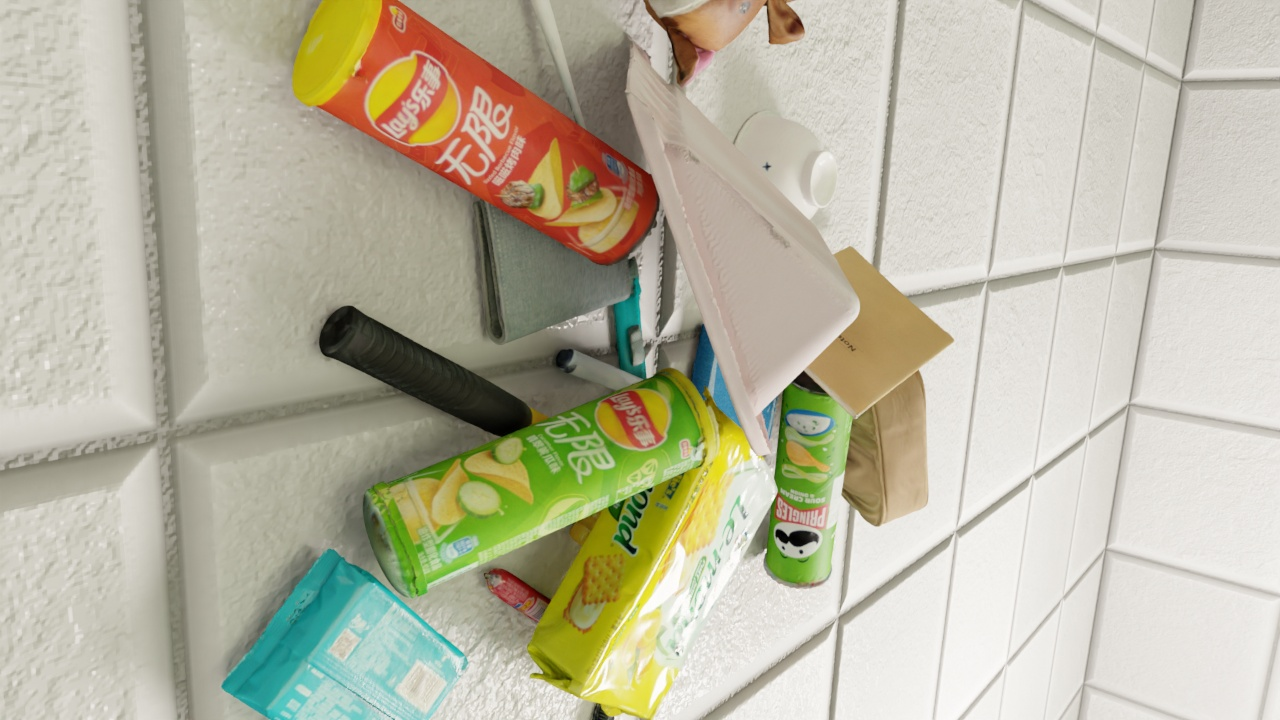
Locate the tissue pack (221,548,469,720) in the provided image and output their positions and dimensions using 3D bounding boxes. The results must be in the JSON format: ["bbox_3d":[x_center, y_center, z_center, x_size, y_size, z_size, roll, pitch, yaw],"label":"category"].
[{"bbox_3d":[-0.172,0.183,0.545,0.093,0.050,0.133,-54,136,-24],"label":"tissue pack"}]

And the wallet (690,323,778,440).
[{"bbox_3d":[0.083,0.037,0.833,0.106,0.040,0.133,8,95,-41],"label":"wallet"}]

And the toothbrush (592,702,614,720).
[{"bbox_3d":[-0.011,0.233,0.789,0.014,0.018,0.189,25,79,-52],"label":"toothbrush"}]

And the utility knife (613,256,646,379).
[{"bbox_3d":[-0.004,0.004,0.736,0.029,0.013,0.176,-21,117,-35],"label":"utility knife"}]

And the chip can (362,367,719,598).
[{"bbox_3d":[-0.061,0.073,0.576,0.220,0.072,0.073,-22,118,-22],"label":"chip can"}]

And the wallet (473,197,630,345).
[{"bbox_3d":[-0.054,-0.078,0.633,0.129,0.037,0.107,-24,118,-46],"label":"wallet"}]

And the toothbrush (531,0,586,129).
[{"bbox_3d":[-0.052,-0.202,0.597,0.016,0.016,0.180,-42,120,-46],"label":"toothbrush"}]

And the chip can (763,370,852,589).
[{"bbox_3d":[0.166,0.112,0.902,0.072,0.072,0.236,-31,132,-43],"label":"chip can"}]

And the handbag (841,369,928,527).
[{"bbox_3d":[0.233,0.070,0.963,0.099,0.147,0.205,-17,118,-10],"label":"handbag"}]

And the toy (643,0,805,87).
[{"bbox_3d":[0.076,-0.295,0.676,0.199,0.131,0.140,-34,109,-30],"label":"toy"}]

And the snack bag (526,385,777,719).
[{"bbox_3d":[0.014,0.152,0.699,0.246,0.068,0.158,-59,149,-12],"label":"snack bag"}]

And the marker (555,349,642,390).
[{"bbox_3d":[-0.015,0.018,0.711,0.130,0.018,0.023,22,102,-43],"label":"marker"}]

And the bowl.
[{"bbox_3d":[0.138,-0.164,0.828,0.118,0.065,0.118,-19,115,-48],"label":"bowl"}]

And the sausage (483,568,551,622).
[{"bbox_3d":[-0.073,0.190,0.696,0.156,0.020,0.020,50,61,-47],"label":"sausage"}]

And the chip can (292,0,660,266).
[{"bbox_3d":[-0.084,-0.126,0.525,0.216,0.073,0.073,27,78,-42],"label":"chip can"}]

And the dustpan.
[{"bbox_3d":[0.038,-0.068,0.636,0.273,0.139,0.222,41,20,-15],"label":"dustpan"}]

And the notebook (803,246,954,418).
[{"bbox_3d":[0.202,-0.035,0.876,0.207,0.148,0.008,-27,156,-44],"label":"notebook"}]

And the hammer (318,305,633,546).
[{"bbox_3d":[-0.085,0.039,0.618,0.300,0.033,0.128,34,86,-47],"label":"hammer"}]
